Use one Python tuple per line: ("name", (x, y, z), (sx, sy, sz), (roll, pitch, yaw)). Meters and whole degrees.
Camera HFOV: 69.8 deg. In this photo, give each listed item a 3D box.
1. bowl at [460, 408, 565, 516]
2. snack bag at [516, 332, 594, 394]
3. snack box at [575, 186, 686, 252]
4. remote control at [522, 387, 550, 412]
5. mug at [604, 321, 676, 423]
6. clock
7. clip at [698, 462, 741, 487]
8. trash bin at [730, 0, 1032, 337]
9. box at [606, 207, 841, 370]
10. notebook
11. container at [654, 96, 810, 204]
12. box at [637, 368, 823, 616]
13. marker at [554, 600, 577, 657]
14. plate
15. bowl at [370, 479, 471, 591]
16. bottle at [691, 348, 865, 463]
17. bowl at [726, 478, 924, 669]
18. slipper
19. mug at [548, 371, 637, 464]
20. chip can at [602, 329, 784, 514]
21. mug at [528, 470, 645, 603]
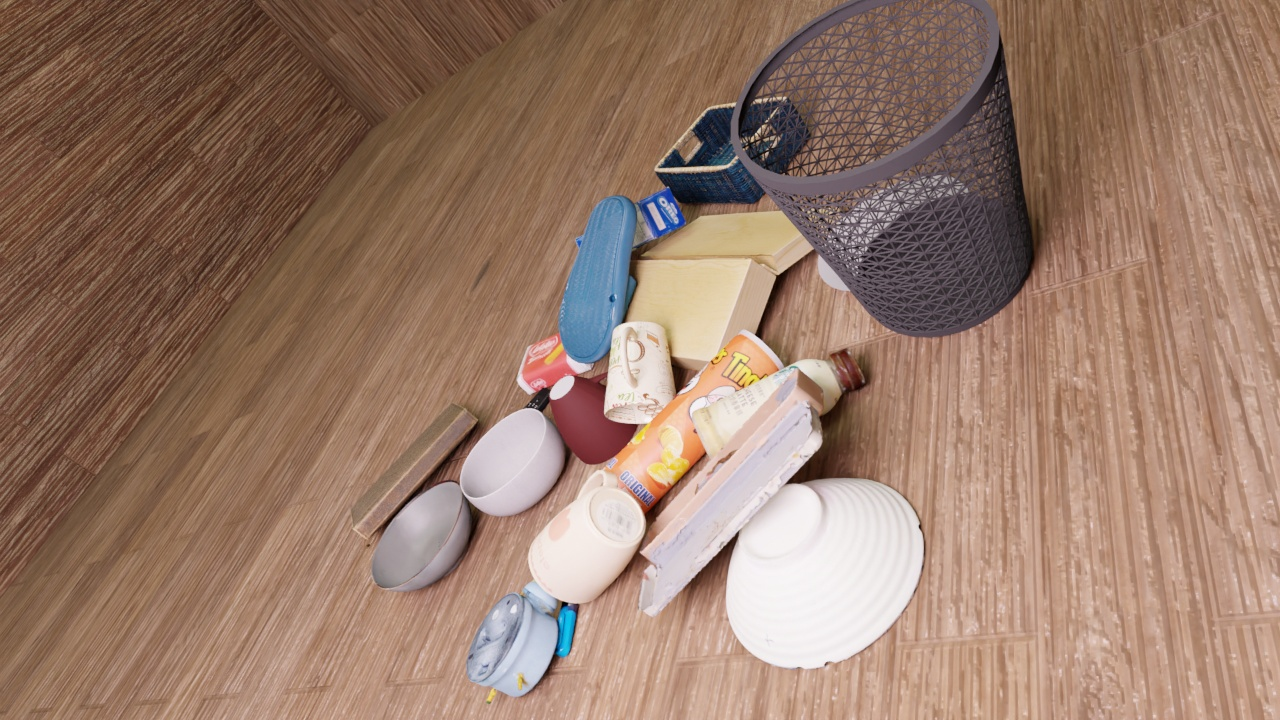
("bowl", (-0.142, 0.127, 1.080), (0.132, 0.064, 0.131), (-30, 32, 20))
("snack bag", (-0.110, -0.004, 1.244), (0.116, 0.036, 0.076), (-22, 36, 31))
("snack box", (-0.019, -0.179, 1.277), (0.059, 0.059, 0.227), (-28, 6, -24))
("remote control", (-0.160, 0.087, 1.208), (0.124, 0.010, 0.039), (-51, 31, -16))
("mug", (-0.006, 0.006, 0.994), (0.081, 0.122, 0.097), (-7, 70, 14))
("clock", (-0.117, 0.260, 0.876), (0.089, 0.051, 0.124), (-38, 27, 40))
("clip", (0.084, 0.116, 0.879), (0.058, 0.035, 0.022), (-27, 36, 34))
("trash bin", (0.231, -0.155, 0.803), (0.217, 0.243, 0.216), (-21, 46, 23))
("box", (0.080, -0.100, 1.114), (0.260, 0.097, 0.248), (-48, 31, -23))
("notebook", (-0.304, 0.147, 1.229), (0.215, 0.034, 0.190), (-48, 14, -10))
("container", (0.129, -0.295, 1.307), (0.145, 0.071, 0.188), (-51, 31, -15))
("box", (0.073, 0.109, 0.778), (0.217, 0.043, 0.148), (-49, -2, 19))
("marker", (-0.070, 0.235, 0.905), (0.018, 0.015, 0.122), (-29, 32, 29))
("plate", (0.272, -0.131, 0.978), (0.173, 0.019, 0.172), (-30, 32, 20))
("bowl", (-0.247, 0.218, 1.092), (0.151, 0.057, 0.150), (-31, 32, 21))
("bottle", (0.131, 0.040, 0.870), (0.162, 0.056, 0.056), (-26, 32, 6))
("bowl", (0.128, 0.148, 0.732), (0.178, 0.071, 0.177), (-30, 31, 20))
("slipper", (-0.041, -0.098, 1.136), (0.104, 0.059, 0.213), (14, 91, 47))
("mug", (-0.053, 0.049, 1.054), (0.114, 0.088, 0.087), (-45, 30, -6))
("chip can", (0.053, 0.064, 0.937), (0.210, 0.062, 0.062), (-45, 30, -5))
("mug", (-0.045, 0.157, 0.867), (0.105, 0.085, 0.111), (-51, 26, 43))
